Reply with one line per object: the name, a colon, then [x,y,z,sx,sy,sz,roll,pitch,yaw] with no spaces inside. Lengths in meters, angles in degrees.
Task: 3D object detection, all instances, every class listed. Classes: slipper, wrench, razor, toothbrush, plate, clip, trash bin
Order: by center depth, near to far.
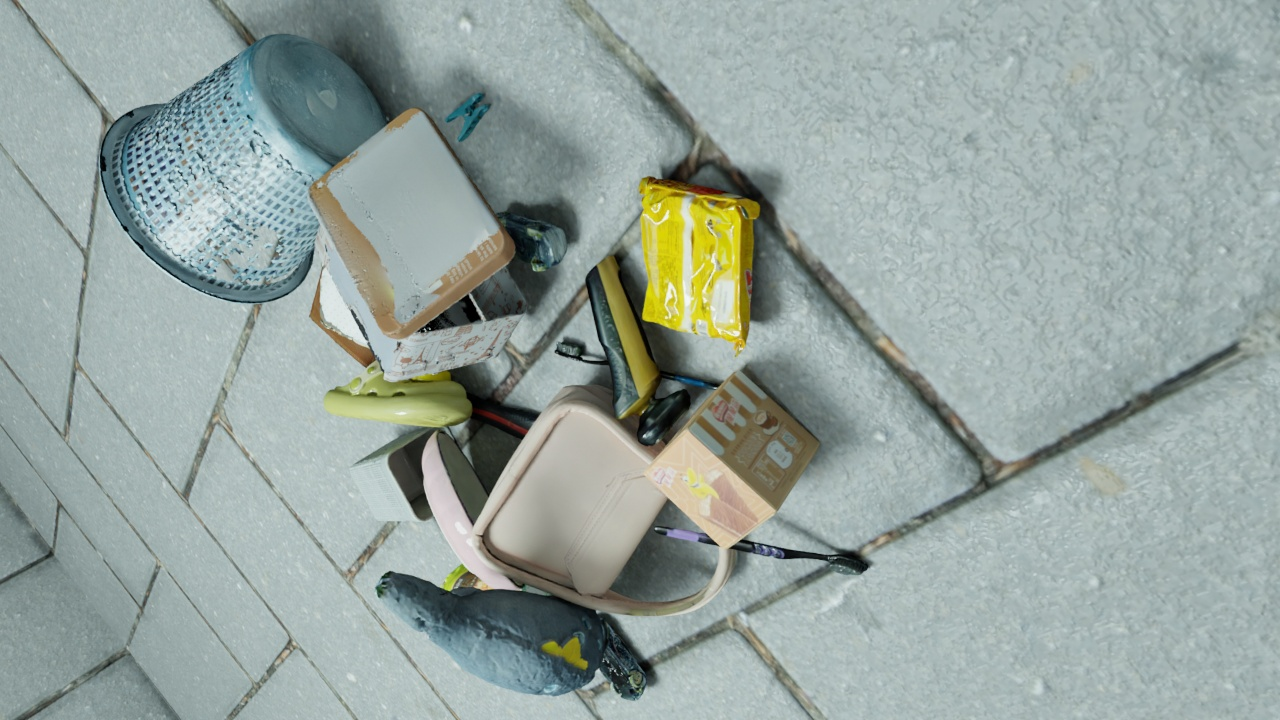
razor: [-0.006,-0.009,0.797,0.068,0.062,0.167,-19,89,8]
toothbrush: [0.102,0.166,0.802,0.189,0.016,0.014,8,118,14]
clip: [-0.156,-0.221,0.828,0.056,0.014,0.040,-30,94,45]
toothbrush: [-0.005,0.005,0.838,0.190,0.014,0.016,12,97,33]
trash bin: [-0.358,-0.195,0.883,0.196,0.226,0.226,-27,96,30]
plate: [-0.186,0.167,0.983,0.192,0.039,0.192,61,176,7]
slipper: [-0.269,0.030,1.002,0.191,0.091,0.081,0,85,32]
wrench: [-0.186,0.056,1.014,0.274,0.016,0.056,11,118,35]

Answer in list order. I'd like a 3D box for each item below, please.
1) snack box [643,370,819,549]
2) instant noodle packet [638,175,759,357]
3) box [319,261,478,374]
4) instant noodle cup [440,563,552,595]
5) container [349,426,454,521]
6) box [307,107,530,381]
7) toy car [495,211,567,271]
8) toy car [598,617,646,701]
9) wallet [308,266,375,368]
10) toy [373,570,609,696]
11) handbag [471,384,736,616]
snack box: [0.075,0.081,0.754,0.094,0.092,0.077,43,136,2]
instant noodle packet: [0.046,-0.075,0.727,0.111,0.044,0.128,21,123,37]
box: [-0.248,-0.052,0.955,0.184,0.061,0.090,23,116,19]
instant noodle cup: [-0.155,0.284,1.070,0.124,0.111,0.112,-17,103,35]
container: [-0.275,0.137,1.086,0.115,0.090,0.090,-15,104,46]
box: [-0.191,-0.109,0.806,0.182,0.152,0.178,57,135,18]
toy car: [-0.102,-0.111,0.834,0.091,0.034,0.043,22,134,46]
toy car: [-0.030,0.338,1.042,0.105,0.031,0.049,54,136,2]
wallet: [-0.328,-0.057,1.057,0.124,0.032,0.101,40,131,14]
toy: [-0.107,0.256,0.869,0.138,0.356,0.091,37,93,33]
handbag: [-0.020,0.152,0.863,0.234,0.093,0.193,32,105,2]
